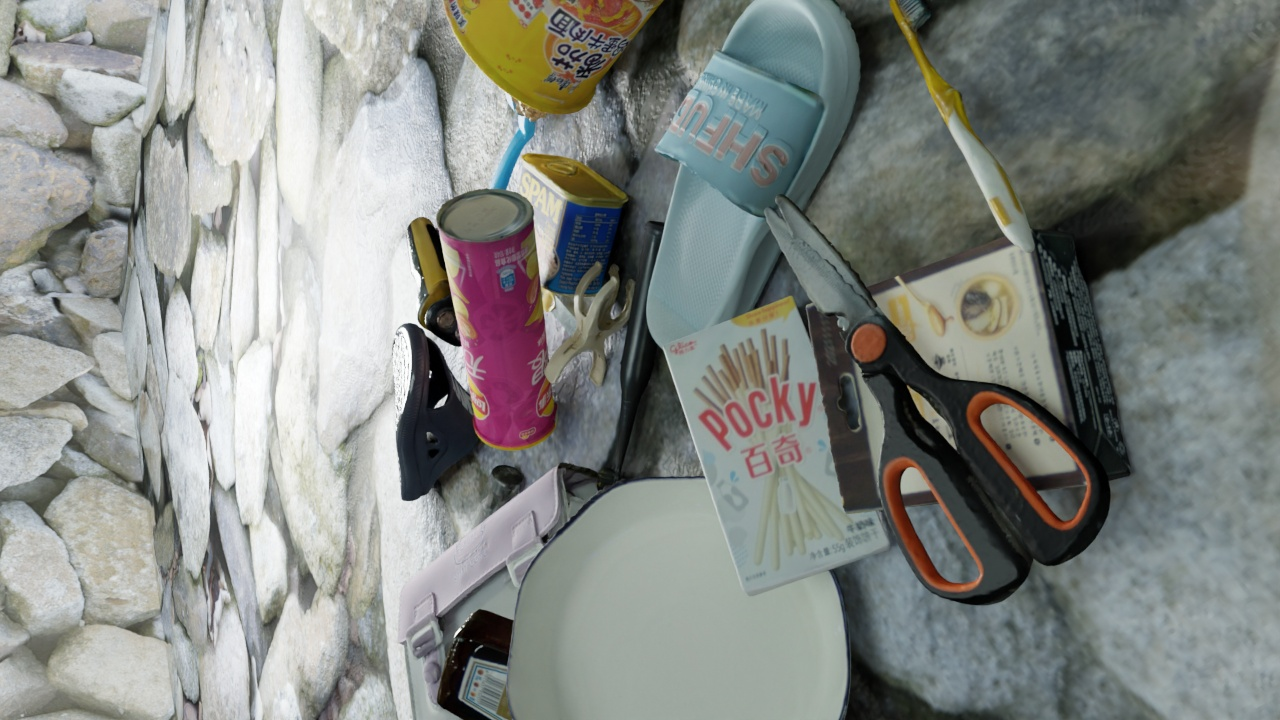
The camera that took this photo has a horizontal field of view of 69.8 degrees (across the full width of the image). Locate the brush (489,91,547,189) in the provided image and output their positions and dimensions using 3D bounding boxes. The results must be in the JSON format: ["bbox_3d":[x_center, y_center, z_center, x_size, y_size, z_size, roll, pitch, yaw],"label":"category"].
[{"bbox_3d":[-0.115,-0.189,0.811,0.083,0.045,0.255,55,137,36],"label":"brush"}]

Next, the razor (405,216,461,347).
[{"bbox_3d":[-0.205,-0.087,0.931,0.068,0.062,0.167,-37,51,13],"label":"razor"}]

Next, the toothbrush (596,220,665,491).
[{"bbox_3d":[-0.004,0.004,0.675,0.026,0.027,0.213,-82,4,-73],"label":"toothbrush"}]

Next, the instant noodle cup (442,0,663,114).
[{"bbox_3d":[-0.055,-0.265,0.657,0.110,0.137,0.138,-33,64,40],"label":"instant noodle cup"}]

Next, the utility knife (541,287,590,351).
[{"bbox_3d":[-0.096,-0.077,0.795,0.210,0.021,0.031,45,139,26],"label":"utility knife"}]

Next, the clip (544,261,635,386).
[{"bbox_3d":[-0.038,-0.026,0.707,0.034,0.071,0.100,47,123,42],"label":"clip"}]

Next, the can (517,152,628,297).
[{"bbox_3d":[-0.062,-0.107,0.727,0.102,0.057,0.083,43,126,45],"label":"can"}]

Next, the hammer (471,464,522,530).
[{"bbox_3d":[-0.068,0.237,0.764,0.323,0.031,0.126,48,128,41],"label":"hammer"}]

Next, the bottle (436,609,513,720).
[{"bbox_3d":[-0.037,0.235,0.605,0.195,0.044,0.080,22,112,10],"label":"bottle"}]

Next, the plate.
[{"bbox_3d":[0.022,0.170,0.545,0.205,0.045,0.204,-8,61,15],"label":"plate"}]

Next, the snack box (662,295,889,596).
[{"bbox_3d":[0.076,0.048,0.532,0.085,0.027,0.156,-22,69,10],"label":"snack box"}]

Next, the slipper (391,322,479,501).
[{"bbox_3d":[-0.205,0.055,0.917,0.269,0.083,0.110,113,149,-55],"label":"slipper"}]

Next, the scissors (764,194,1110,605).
[{"bbox_3d":[0.129,-0.006,0.426,0.142,0.021,0.234,-24,68,38],"label":"scissors"}]

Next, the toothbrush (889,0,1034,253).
[{"bbox_3d":[0.152,-0.122,0.436,0.018,0.016,0.191,-40,43,34],"label":"toothbrush"}]

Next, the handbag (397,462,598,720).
[{"bbox_3d":[-0.098,0.189,0.708,0.197,0.098,0.144,-39,50,23],"label":"handbag"}]

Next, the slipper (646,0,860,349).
[{"bbox_3d":[0.048,-0.109,0.565,0.104,0.074,0.246,49,129,42],"label":"slipper"}]

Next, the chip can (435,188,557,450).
[{"bbox_3d":[-0.108,-0.025,0.711,0.071,0.071,0.211,50,153,40],"label":"chip can"}]

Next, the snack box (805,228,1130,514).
[{"bbox_3d":[0.152,0.010,0.443,0.126,0.053,0.113,-21,74,52],"label":"snack box"}]
